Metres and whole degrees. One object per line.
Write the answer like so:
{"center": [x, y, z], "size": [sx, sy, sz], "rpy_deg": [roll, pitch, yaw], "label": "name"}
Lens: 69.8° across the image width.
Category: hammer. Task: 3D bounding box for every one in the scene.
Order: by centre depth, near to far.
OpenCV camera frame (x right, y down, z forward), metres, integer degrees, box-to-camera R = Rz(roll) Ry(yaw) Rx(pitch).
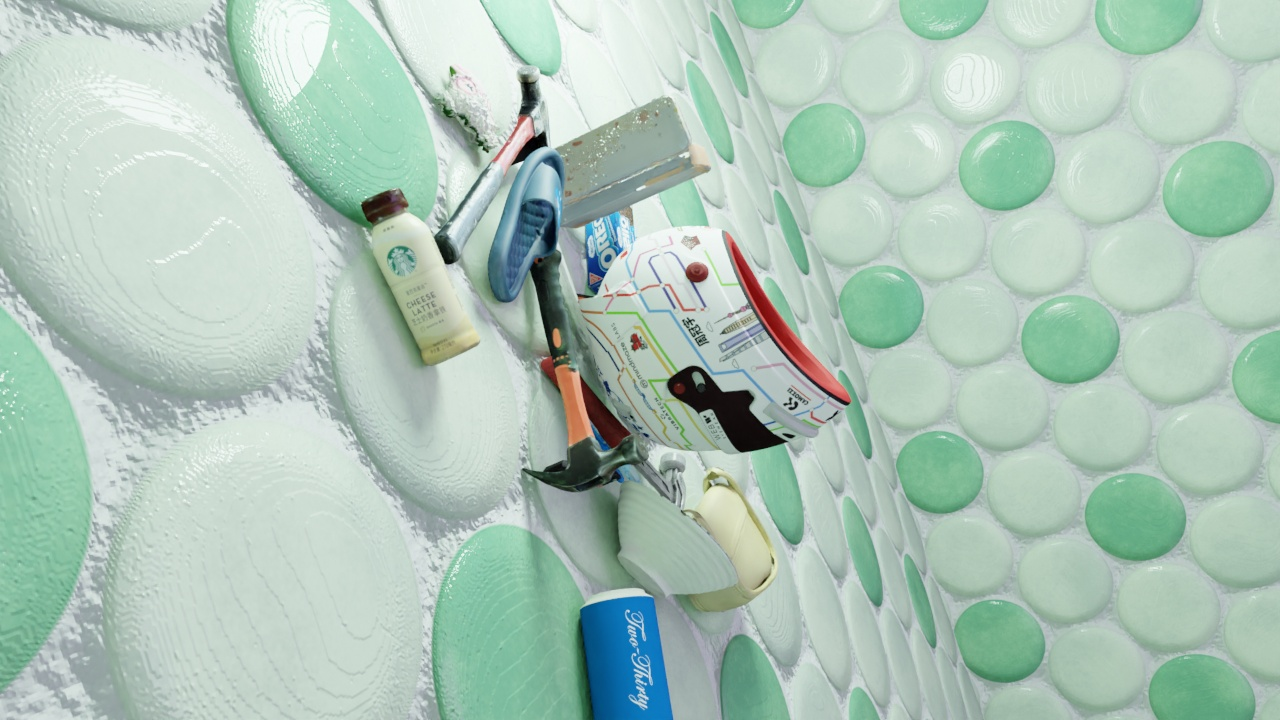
{"center": [-0.085, -0.003, 1.019], "size": [0.033, 0.133, 0.332], "rpy_deg": [41, 27, -48], "label": "hammer"}
{"center": [-0.164, -0.208, 1.054], "size": [0.325, 0.036, 0.141], "rpy_deg": [-72, 162, -47], "label": "hammer"}
{"center": [-0.028, 0.098, 1.157], "size": [0.316, 0.036, 0.126], "rpy_deg": [51, 31, -38], "label": "hammer"}

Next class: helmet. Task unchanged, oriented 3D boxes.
{"center": [0.069, -0.003, 1.108], "size": [0.314, 0.236, 0.230], "rpy_deg": [53, 15, 0], "label": "helmet"}

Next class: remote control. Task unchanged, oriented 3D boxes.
{"center": [-0.065, 0.127, 1.031], "size": [0.124, 0.039, 0.010], "rpy_deg": [25, 45, -59], "label": "remote control"}

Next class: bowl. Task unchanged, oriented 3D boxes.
{"center": [0.023, 0.226, 1.070], "size": [0.070, 0.177, 0.177], "rpy_deg": [-46, 122, -21], "label": "bowl"}

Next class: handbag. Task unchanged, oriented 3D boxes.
{"center": [0.108, 0.260, 1.263], "size": [0.191, 0.089, 0.232], "rpy_deg": [66, 19, -4], "label": "handbag"}

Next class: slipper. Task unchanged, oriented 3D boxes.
{"center": [-0.121, -0.153, 1.057], "size": [0.104, 0.059, 0.213], "rpy_deg": [82, 21, -53], "label": "slipper"}

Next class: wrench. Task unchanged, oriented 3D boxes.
{"center": [-0.087, -0.086, 1.176], "size": [0.047, 0.009, 0.273], "rpy_deg": [-69, 140, -82], "label": "wrench"}

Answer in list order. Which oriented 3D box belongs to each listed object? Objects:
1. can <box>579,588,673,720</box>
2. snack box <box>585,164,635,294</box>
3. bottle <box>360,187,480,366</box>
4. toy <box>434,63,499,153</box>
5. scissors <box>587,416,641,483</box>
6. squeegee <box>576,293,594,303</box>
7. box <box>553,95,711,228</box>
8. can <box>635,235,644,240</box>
{"center": [-0.015, 0.313, 0.936], "size": [0.079, 0.079, 0.146], "rpy_deg": [32, 43, -57], "label": "can"}
{"center": [-0.044, -0.192, 1.327], "size": [0.059, 0.059, 0.226], "rpy_deg": [39, 38, -46], "label": "snack box"}
{"center": [-0.206, -0.078, 0.850], "size": [0.162, 0.057, 0.056], "rpy_deg": [66, 22, -8], "label": "bottle"}
{"center": [-0.201, -0.310, 1.089], "size": [0.095, 0.041, 0.108], "rpy_deg": [43, 29, -47], "label": "toy"}
{"center": [-0.042, 0.103, 1.073], "size": [0.019, 0.105, 0.132], "rpy_deg": [-43, 123, -22], "label": "scissors"}
{"center": [-0.007, 0.007, 1.251], "size": [0.249, 0.055, 0.184], "rpy_deg": [2, 80, -67], "label": "squeegee"}
{"center": [-0.025, -0.257, 1.216], "size": [0.105, 0.217, 0.096], "rpy_deg": [0, 71, -69], "label": "box"}
{"center": [0.007, -0.137, 1.421], "size": [0.044, 0.044, 0.106], "rpy_deg": [-11, 82, -68], "label": "can"}
